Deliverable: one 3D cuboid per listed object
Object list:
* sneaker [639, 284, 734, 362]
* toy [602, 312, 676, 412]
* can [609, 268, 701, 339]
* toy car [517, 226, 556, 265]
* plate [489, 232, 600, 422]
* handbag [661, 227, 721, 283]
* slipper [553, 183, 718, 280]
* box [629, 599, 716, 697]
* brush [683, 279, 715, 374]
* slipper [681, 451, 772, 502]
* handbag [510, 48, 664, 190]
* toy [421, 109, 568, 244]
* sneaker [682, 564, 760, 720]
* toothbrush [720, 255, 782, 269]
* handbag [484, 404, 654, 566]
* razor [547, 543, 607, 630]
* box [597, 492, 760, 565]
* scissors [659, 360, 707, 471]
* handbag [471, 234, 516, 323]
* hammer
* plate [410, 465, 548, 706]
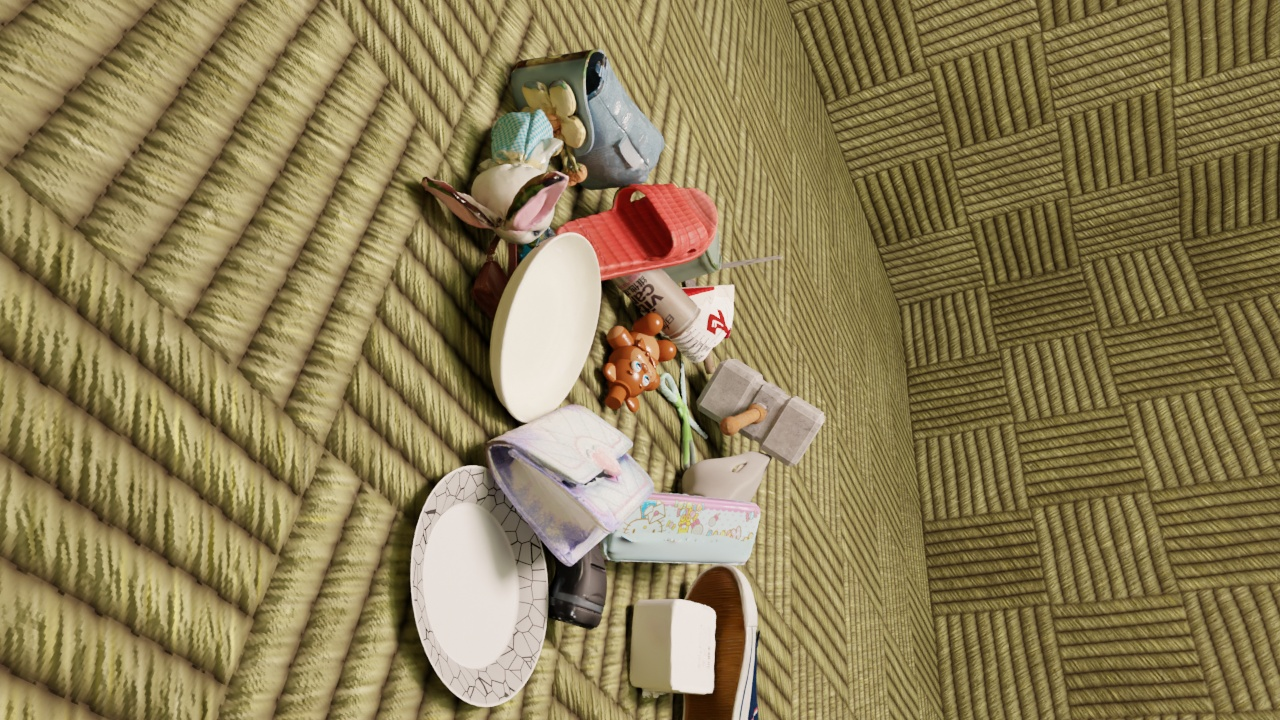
[{"bbox_3d":[0.070,-0.048,1.260,0.236,0.090,0.104,-16,104,-68],"label":"sneaker"},{"bbox_3d":[-0.006,0.006,1.071,0.095,0.065,0.127,55,35,-23],"label":"toy"},{"bbox_3d":[0.009,-0.090,1.111,0.135,0.054,0.054,45,32,-14],"label":"can"},{"bbox_3d":[-0.105,-0.088,0.927,0.048,0.032,0.105,42,46,-52],"label":"toy car"},{"bbox_3d":[-0.094,-0.033,0.860,0.181,0.034,0.183,-51,150,-46],"label":"plate"},{"bbox_3d":[0.037,-0.144,1.176,0.067,0.122,0.106,49,32,-50],"label":"handbag"},{"bbox_3d":[0.007,-0.155,1.047,0.248,0.059,0.103,-25,73,-39],"label":"slipper"},{"bbox_3d":[0.022,0.316,1.005,0.107,0.091,0.102,32,57,-52],"label":"box"},{"bbox_3d":[0.090,-0.053,1.386,0.038,0.012,0.151,-19,95,-67],"label":"brush"},{"bbox_3d":[0.096,0.171,1.204,0.265,0.080,0.113,-28,147,-61],"label":"slipper"},{"bbox_3d":[-0.062,-0.256,1.027,0.192,0.122,0.118,49,52,-51],"label":"handbag"},{"bbox_3d":[-0.124,-0.169,0.878,0.205,0.131,0.106,-88,177,-56],"label":"toy"},{"bbox_3d":[0.104,0.389,1.066,0.127,0.121,0.293,34,49,-41],"label":"sneaker"},{"bbox_3d":[0.104,-0.124,1.240,0.010,0.182,0.010,47,42,-54],"label":"toothbrush"},{"bbox_3d":[-0.059,0.101,0.831,0.126,0.069,0.158,49,19,7],"label":"handbag"},{"bbox_3d":[-0.069,0.182,0.855,0.053,0.064,0.140,41,27,-53],"label":"razor"},{"bbox_3d":[0.038,0.182,0.991,0.213,0.065,0.078,11,79,-38],"label":"box"},{"bbox_3d":[0.061,0.071,1.250,0.172,0.021,0.171,44,35,-50],"label":"scissors"},{"bbox_3d":[-0.133,-0.091,0.882,0.119,0.029,0.055,-88,155,-43],"label":"handbag"},{"bbox_3d":[0.140,0.073,1.187,0.083,0.163,0.317,-60,167,9],"label":"hammer"},{"bbox_3d":[-0.131,0.181,0.743,0.188,0.016,0.188,44,39,-52],"label":"plate"}]
